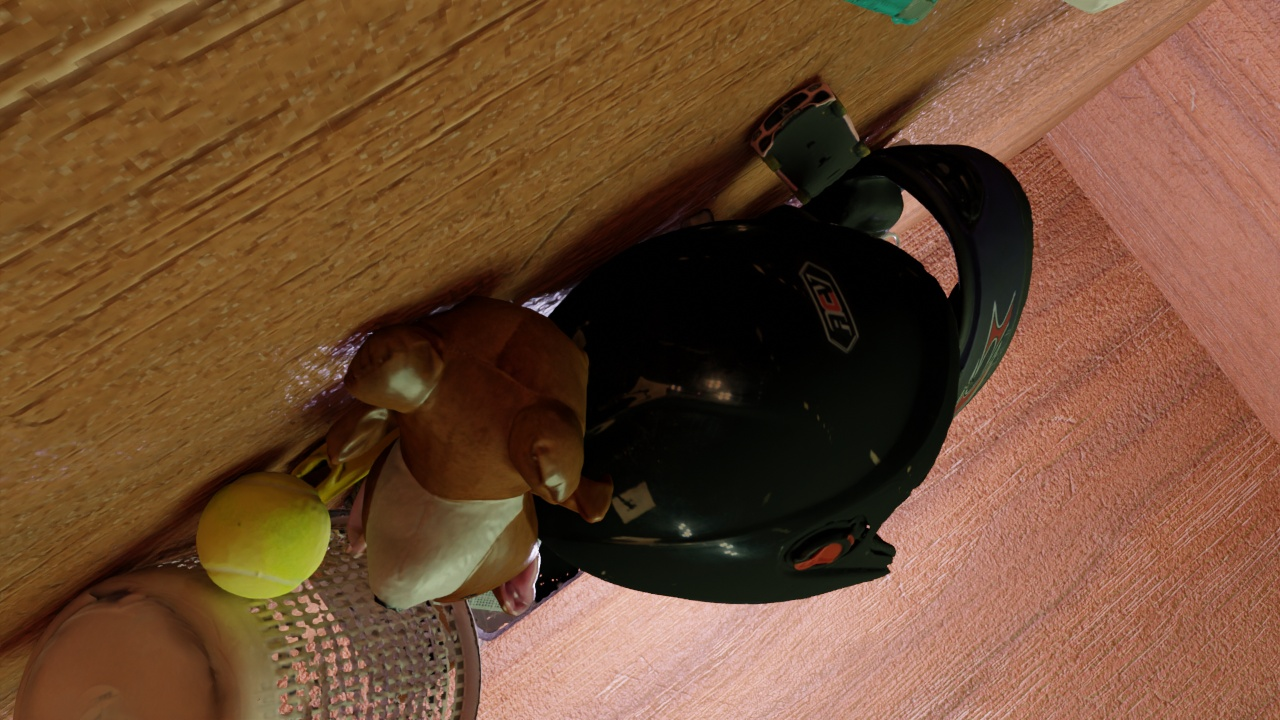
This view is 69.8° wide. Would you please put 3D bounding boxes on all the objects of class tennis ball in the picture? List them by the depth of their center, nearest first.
[{"bbox_3d":[-0.197,0.091,0.480,0.065,0.065,0.065,-35,175,-4],"label":"tennis ball"}]

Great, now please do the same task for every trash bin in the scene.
[{"bbox_3d":[-0.238,0.201,0.551,0.227,0.227,0.192,-36,162,6],"label":"trash bin"}]

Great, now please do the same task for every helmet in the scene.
[{"bbox_3d":[0.047,0.028,0.564,0.229,0.233,0.276,9,144,-37],"label":"helmet"},{"bbox_3d":[0.166,-0.031,0.798,0.240,0.247,0.316,-14,141,-26],"label":"helmet"}]

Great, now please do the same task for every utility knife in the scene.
[{"bbox_3d":[0.118,-0.169,0.424,0.029,0.013,0.150,-40,173,31],"label":"utility knife"}]

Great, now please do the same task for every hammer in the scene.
[{"bbox_3d":[-0.128,0.041,0.653,0.129,0.033,0.300,-36,175,24],"label":"hammer"}]

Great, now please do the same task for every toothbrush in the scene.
[{"bbox_3d":[0.025,-0.073,0.692,0.018,0.015,0.181,-27,172,-15],"label":"toothbrush"}]

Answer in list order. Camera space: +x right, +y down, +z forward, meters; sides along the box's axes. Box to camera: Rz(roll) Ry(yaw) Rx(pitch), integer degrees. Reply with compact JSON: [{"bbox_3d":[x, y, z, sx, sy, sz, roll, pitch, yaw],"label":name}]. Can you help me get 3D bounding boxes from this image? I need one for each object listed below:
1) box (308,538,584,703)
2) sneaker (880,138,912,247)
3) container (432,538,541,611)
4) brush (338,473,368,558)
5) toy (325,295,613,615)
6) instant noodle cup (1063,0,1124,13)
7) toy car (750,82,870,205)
[{"bbox_3d":[-0.203,0.215,0.937,0.260,0.178,0.105,-35,175,-4],"label":"box"},{"bbox_3d":[0.210,-0.129,0.944,0.089,0.090,0.243,-33,174,-31],"label":"sneaker"},{"bbox_3d":[-0.133,0.143,0.770,0.090,0.090,0.112,-114,-141,-61],"label":"container"},{"bbox_3d":[-0.201,0.128,0.751,0.063,0.073,0.146,-29,170,-35],"label":"brush"},{"bbox_3d":[-0.093,0.066,0.469,0.130,0.140,0.200,-59,179,-41],"label":"toy"},{"bbox_3d":[0.290,-0.253,0.506,0.173,0.060,0.138,-29,172,-40],"label":"instant noodle cup"},{"bbox_3d":[0.099,-0.130,0.543,0.056,0.037,0.122,-39,161,15],"label":"toy car"}]
